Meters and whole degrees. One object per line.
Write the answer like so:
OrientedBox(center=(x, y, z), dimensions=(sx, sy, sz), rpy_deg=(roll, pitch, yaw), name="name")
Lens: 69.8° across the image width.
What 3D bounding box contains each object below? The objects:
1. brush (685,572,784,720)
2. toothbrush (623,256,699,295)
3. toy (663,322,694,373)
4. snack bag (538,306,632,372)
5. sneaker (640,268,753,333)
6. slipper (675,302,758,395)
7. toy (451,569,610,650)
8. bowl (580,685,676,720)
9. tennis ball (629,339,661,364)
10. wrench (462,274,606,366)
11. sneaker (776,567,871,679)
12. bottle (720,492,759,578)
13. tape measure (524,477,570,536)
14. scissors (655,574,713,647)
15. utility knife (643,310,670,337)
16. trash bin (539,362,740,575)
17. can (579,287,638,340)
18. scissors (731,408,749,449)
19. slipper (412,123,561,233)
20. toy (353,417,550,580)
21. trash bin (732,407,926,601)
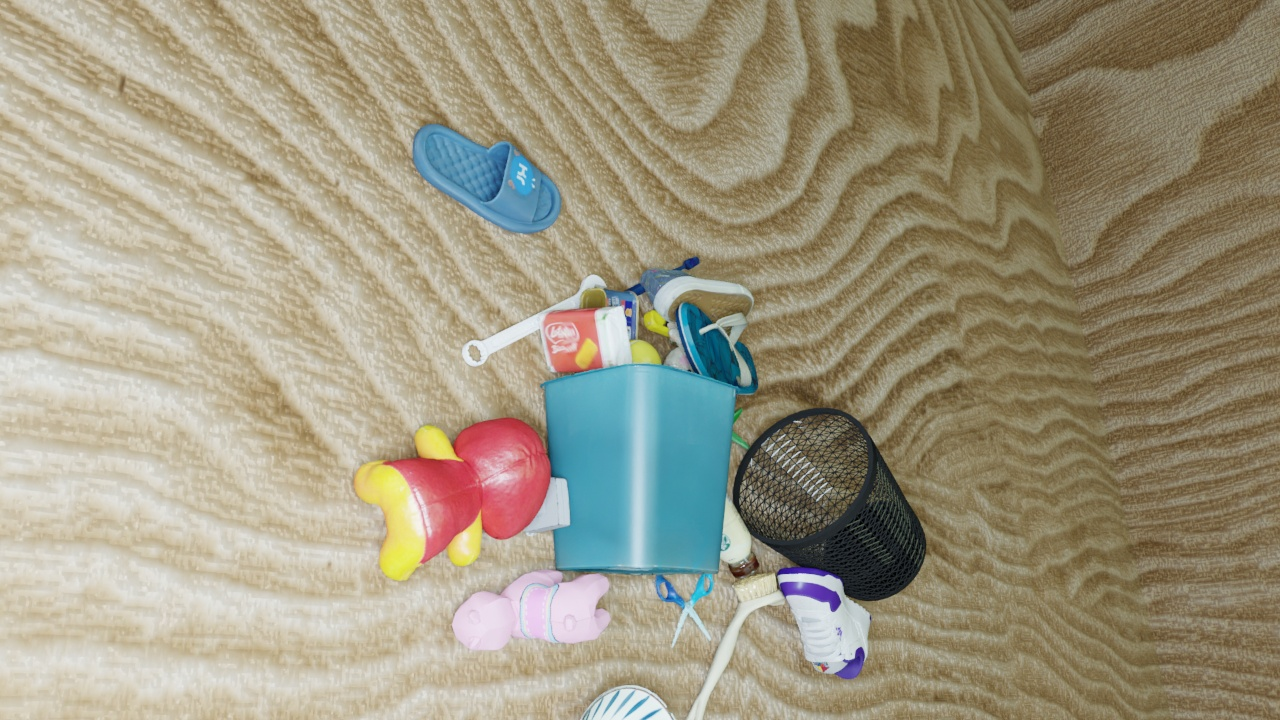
OrientedBox(center=(0.114, 0.377, 1.194), dimensions=(0.077, 0.062, 0.271), rpy_deg=(44, 48, -4), name="brush")
OrientedBox(center=(0.033, -0.122, 1.338), dimensions=(0.189, 0.017, 0.016), rpy_deg=(-31, 98, -49), name="toothbrush")
OrientedBox(center=(0.064, 0.002, 1.294), dimensions=(0.087, 0.050, 0.112), rpy_deg=(-14, 106, -45), name="toy")
OrientedBox(center=(-0.067, -0.024, 1.101), dimensions=(0.036, 0.116, 0.077), rpy_deg=(-25, 109, -49), name="snack bag")
OrientedBox(center=(0.085, -0.096, 1.336), dimensions=(0.079, 0.088, 0.235), rpy_deg=(47, 21, 27), name="sneaker")
OrientedBox(center=(0.130, -0.009, 1.302), dimensions=(0.294, 0.060, 0.118), rpy_deg=(23, 57, -63), name="slipper")
OrientedBox(center=(-0.110, 0.261, 0.949), dimensions=(0.157, 0.123, 0.067), rpy_deg=(-3, 91, -58), name="toy")
OrientedBox(center=(-0.033, 0.443, 0.983), dimensions=(0.177, 0.071, 0.177), rpy_deg=(22, 58, -41), name="bowl")
OrientedBox(center=(-0.007, 0.007, 1.137), dimensions=(0.065, 0.065, 0.065), rpy_deg=(22, 59, -41), name="tennis ball")
OrientedBox(center=(-0.123, -0.051, 1.141), dimensions=(0.272, 0.009, 0.047), rpy_deg=(-33, 99, -49), name="wrench")
OrientedBox(center=(0.258, 0.382, 1.312), dimensions=(0.244, 0.092, 0.111), rpy_deg=(45, 46, -40), name="sneaker")
OrientedBox(center=(0.108, 0.218, 1.246), dimensions=(0.056, 0.057, 0.162), rpy_deg=(-38, 103, -49), name="bottle")
OrientedBox(center=(-0.107, 0.161, 1.028), dimensions=(0.020, 0.060, 0.062), rpy_deg=(13, 65, -44), name="tape measure")
OrientedBox(center=(0.059, 0.314, 1.187), dimensions=(0.133, 0.014, 0.127), rpy_deg=(51, 48, -27), name="scissors")
OrientedBox(center=(0.070, -0.039, 1.344), dimensions=(0.174, 0.020, 0.028), rpy_deg=(19, 62, -43), name="utility knife")
OrientedBox(center=(-0.002, 0.136, 1.069), dimensions=(0.199, 0.197, 0.218), rpy_deg=(16, 69, -43), name="trash bin")
OrientedBox(center=(-0.042, -0.043, 1.182), dimensions=(0.059, 0.054, 0.100), rpy_deg=(3, 87, -45), name="can")
OrientedBox(center=(0.119, 0.104, 1.342), dimensions=(0.125, 0.011, 0.127), rpy_deg=(39, 50, -29), name="scissors")
OrientedBox(center=(-0.178, -0.221, 1.116), dimensions=(0.213, 0.059, 0.103), rpy_deg=(18, 63, -41), name="slipper")
OrientedBox(center=(-0.177, 0.132, 0.941), dimensions=(0.215, 0.099, 0.147), rpy_deg=(-18, 95, -45), name="toy")
OrientedBox(center=(0.292, 0.226, 1.343), dimensions=(0.243, 0.217, 0.216), rpy_deg=(44, 46, -35), name="trash bin")
